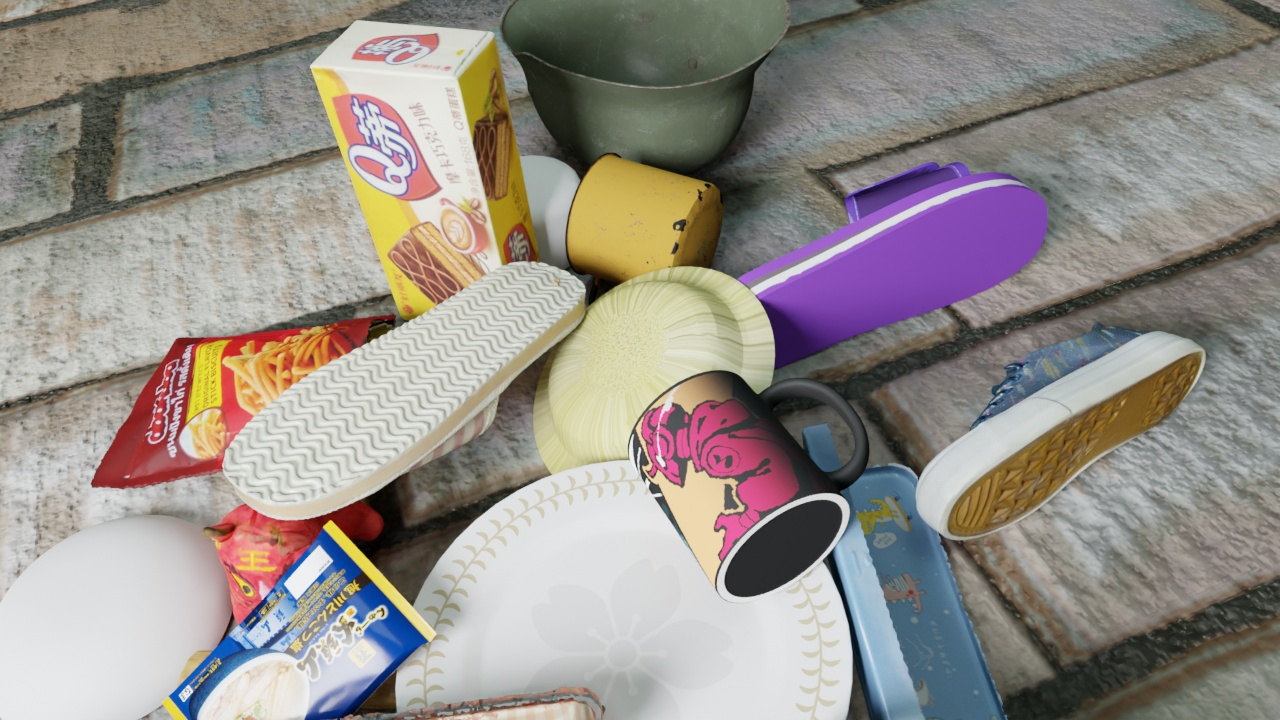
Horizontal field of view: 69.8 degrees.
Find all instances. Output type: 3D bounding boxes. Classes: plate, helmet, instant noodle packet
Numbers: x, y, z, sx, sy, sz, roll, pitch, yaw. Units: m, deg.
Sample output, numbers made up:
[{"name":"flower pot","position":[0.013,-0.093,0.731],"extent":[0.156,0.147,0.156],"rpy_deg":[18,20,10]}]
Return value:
[{"name":"plate","position":[-0.004,0.004,0.618],"extent":[0.185,0.036,0.184],"rpy_deg":[-16,54,23]},{"name":"helmet","position":[-0.004,-0.254,0.833],"extent":[0.268,0.154,0.226],"rpy_deg":[33,59,26]},{"name":"instant noodle packet","position":[-0.184,0.165,0.492],"extent":[0.087,0.026,0.134],"rpy_deg":[42,88,14]},{"name":"plate","position":[-0.010,0.156,0.496],"extent":[0.242,0.016,0.242],"rpy_deg":[-4,47,4]}]

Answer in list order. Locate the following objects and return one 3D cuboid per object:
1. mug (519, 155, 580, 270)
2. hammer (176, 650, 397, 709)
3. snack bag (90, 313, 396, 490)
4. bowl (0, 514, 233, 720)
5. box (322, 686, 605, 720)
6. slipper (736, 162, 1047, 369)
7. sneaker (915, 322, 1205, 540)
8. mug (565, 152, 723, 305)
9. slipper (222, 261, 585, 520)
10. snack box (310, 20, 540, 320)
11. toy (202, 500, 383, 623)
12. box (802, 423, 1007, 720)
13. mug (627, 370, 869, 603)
[{"name":"mug","position":[-0.082,-0.123,0.776],"extent":[0.115,0.068,0.094],"rpy_deg":[-1,47,5]},{"name":"hammer","position":[-0.097,0.178,0.519],"extent":[0.330,0.033,0.132],"rpy_deg":[-2,48,5]},{"name":"snack bag","position":[-0.283,0.029,0.678],"extent":[0.208,0.067,0.138],"rpy_deg":[-9,51,10]},{"name":"bowl","position":[-0.330,0.150,0.560],"extent":[0.149,0.043,0.149],"rpy_deg":[-3,46,3]},{"name":"box","position":[-0.110,0.182,0.436],"extent":[0.187,0.056,0.071],"rpy_deg":[-8,15,-1]},{"name":"slipper","position":[0.170,-0.085,0.694],"extent":[0.266,0.107,0.084],"rpy_deg":[-23,48,-9]},{"name":"sneaker","position":[0.256,0.030,0.588],"extent":[0.235,0.088,0.079],"rpy_deg":[-24,42,-22]},{"name":"mug","position":[0.003,-0.092,0.728],"extent":[0.094,0.100,0.124],"rpy_deg":[20,92,20]},{"name":"slipper","position":[-0.139,0.016,0.594],"extent":[0.115,0.052,0.262],"rpy_deg":[25,48,31]},{"name":"snack box","position":[-0.145,-0.123,0.671],"extent":[0.110,0.231,0.061],"rpy_deg":[11,49,15]},{"name":"toy","position":[-0.214,0.092,0.568],"extent":[0.088,0.094,0.132],"rpy_deg":[-10,47,1]},{"name":"box","position":[0.146,0.127,0.513],"extent":[0.085,0.073,0.208],"rpy_deg":[-4,46,-4]},{"name":"mug","position":[0.066,0.057,0.502],"extent":[0.118,0.082,0.098],"rpy_deg":[-34,50,-4]}]
